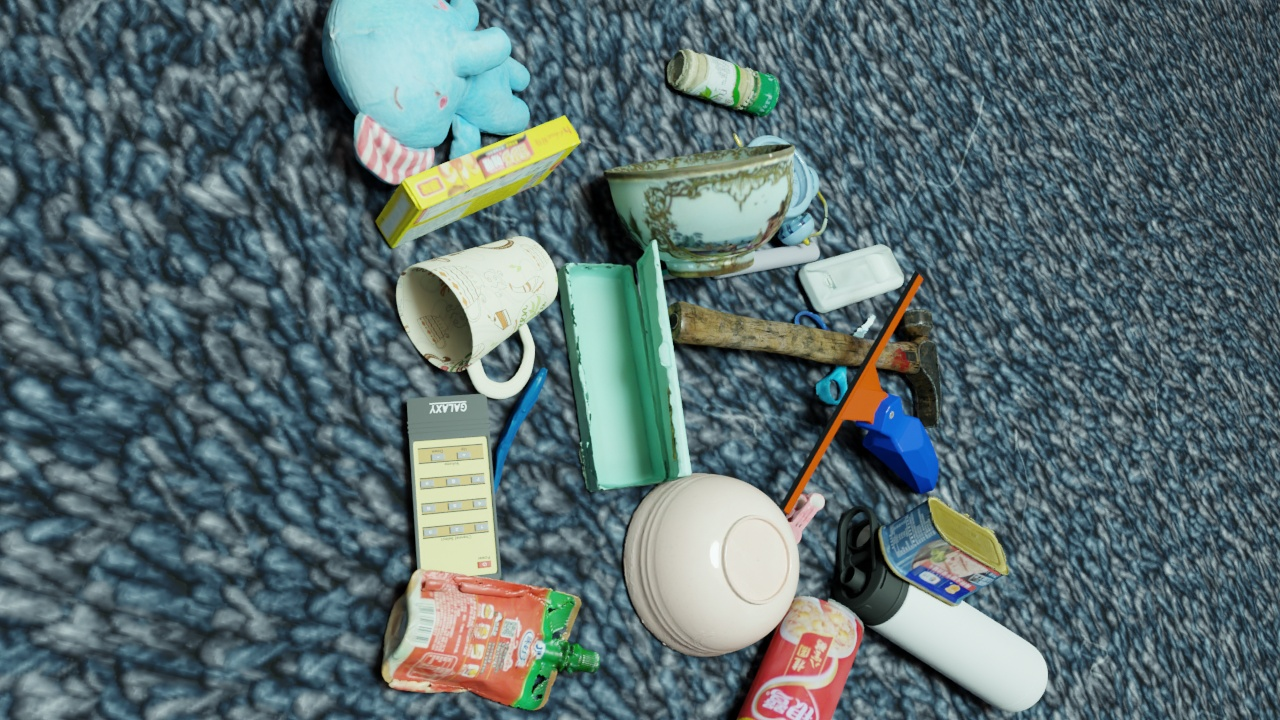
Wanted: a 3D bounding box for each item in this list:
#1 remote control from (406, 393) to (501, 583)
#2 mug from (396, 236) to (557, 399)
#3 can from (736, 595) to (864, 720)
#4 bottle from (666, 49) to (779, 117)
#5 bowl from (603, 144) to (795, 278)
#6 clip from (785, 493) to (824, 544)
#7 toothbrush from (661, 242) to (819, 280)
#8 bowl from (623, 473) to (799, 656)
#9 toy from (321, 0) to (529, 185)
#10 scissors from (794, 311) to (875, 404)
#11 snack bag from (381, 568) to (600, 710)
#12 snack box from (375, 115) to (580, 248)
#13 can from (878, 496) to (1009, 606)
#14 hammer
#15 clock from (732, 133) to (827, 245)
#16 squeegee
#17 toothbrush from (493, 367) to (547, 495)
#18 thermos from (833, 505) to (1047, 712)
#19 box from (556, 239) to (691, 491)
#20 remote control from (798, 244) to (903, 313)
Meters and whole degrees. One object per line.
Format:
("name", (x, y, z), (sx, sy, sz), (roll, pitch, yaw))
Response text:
("remote control", (-0.132, 0.091, 0.646), (0.058, 0.013, 0.133), (-4, 78, -16))
("mug", (-0.109, -0.029, 0.679), (0.097, 0.081, 0.122), (-34, 116, -42))
("can", (0.128, 0.258, 0.738), (0.066, 0.067, 0.124), (42, 58, -15))
("bottle", (0.079, -0.266, 0.876), (0.109, 0.043, 0.042), (7, 72, -30))
("bowl", (0.054, -0.122, 0.764), (0.159, 0.160, 0.094), (-19, 109, -35))
("clip", (0.141, 0.138, 0.802), (0.023, 0.044, 0.060), (47, 43, -8))
("toothbrush", (0.094, -0.089, 0.848), (0.187, 0.018, 0.019), (-13, 72, -34))
("bowl", (0.070, 0.158, 0.725), (0.152, 0.076, 0.153), (9, 72, -30))
("toy", (-0.146, -0.218, 0.688), (0.180, 0.115, 0.183), (4, 84, -44))
("scissors", (0.196, -0.019, 0.894), (0.129, 0.014, 0.117), (-42, 98, -33))
("snack bag", (-0.095, 0.195, 0.631), (0.155, 0.044, 0.087), (20, 86, -27))
("snack box", (-0.121, -0.135, 0.691), (0.151, 0.075, 0.025), (-33, 93, -35))
("can", (0.262, 0.164, 0.791), (0.099, 0.059, 0.053), (31, 35, -23))
("hammer", (0.162, -0.006, 0.839), (0.329, 0.033, 0.120), (7, 73, -34))
("clock", (0.128, -0.160, 0.870), (0.124, 0.052, 0.088), (26, 62, -23))
("squeegee", (0.236, 0.074, 0.841), (0.249, 0.055, 0.185), (-57, 135, -15))
("toothbrush", (-0.099, 0.061, 0.682), (0.016, 0.021, 0.132), (29, 66, -18))
("thermos", (0.273, 0.231, 0.842), (0.230, 0.069, 0.101), (34, 48, -19))
("box", (-0.001, 0.003, 0.717), (0.077, 0.092, 0.188), (0, 76, -34))
("remote control", (0.214, -0.084, 0.915), (0.133, 0.022, 0.050), (-18, 79, -36))
